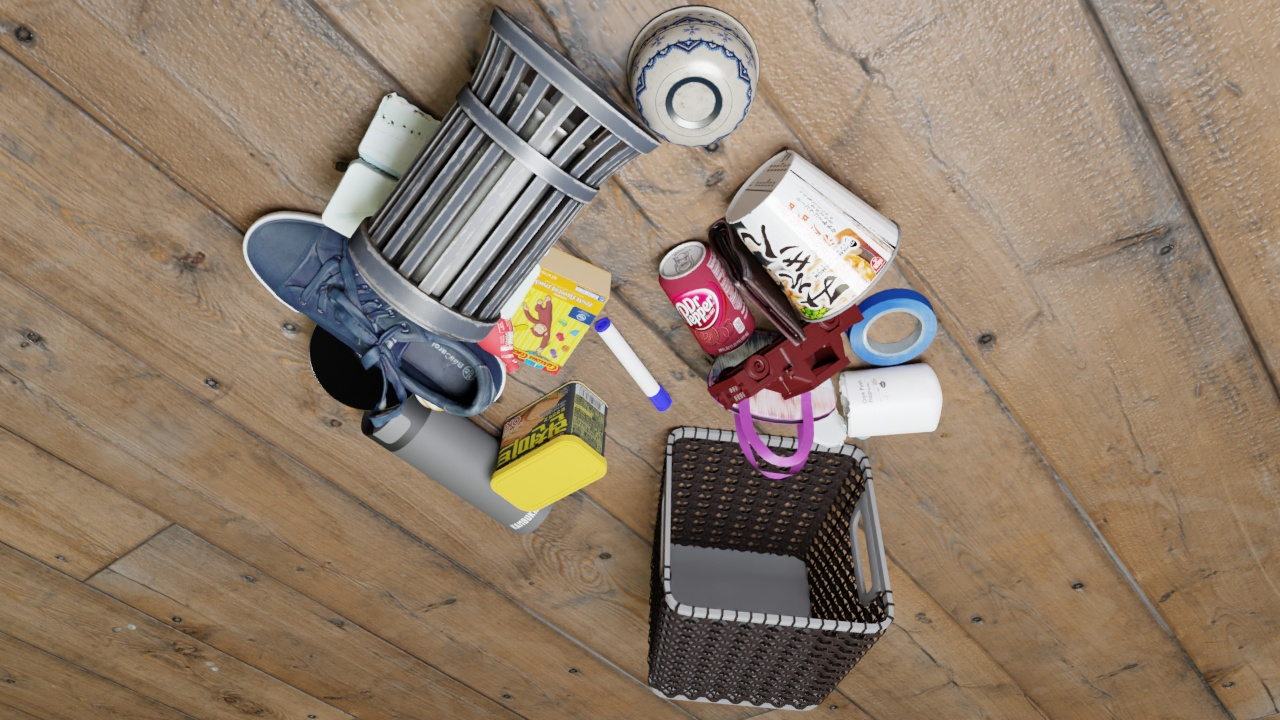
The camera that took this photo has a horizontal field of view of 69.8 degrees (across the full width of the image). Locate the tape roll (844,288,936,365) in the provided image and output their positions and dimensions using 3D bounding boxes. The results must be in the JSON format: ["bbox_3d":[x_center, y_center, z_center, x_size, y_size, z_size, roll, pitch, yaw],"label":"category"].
[{"bbox_3d":[0.268,-0.035,0.980,0.093,0.016,0.091,-27,126,25],"label":"tape roll"}]

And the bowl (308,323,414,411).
[{"bbox_3d":[-0.287,-0.012,0.991,0.124,0.052,0.124,-1,105,-3],"label":"bowl"}]

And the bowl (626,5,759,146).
[{"bbox_3d":[0.045,-0.232,0.778,0.115,0.059,0.116,1,133,1],"label":"bowl"}]

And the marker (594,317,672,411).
[{"bbox_3d":[-0.006,0.006,1.030,0.020,0.020,0.141,-21,128,21],"label":"marker"}]

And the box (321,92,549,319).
[{"bbox_3d":[-0.174,-0.136,0.845,0.197,0.043,0.136,29,91,-25],"label":"box"}]

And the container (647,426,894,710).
[{"bbox_3d":[0.135,0.261,1.112,0.245,0.246,0.244,6,136,-3],"label":"container"}]

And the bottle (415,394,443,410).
[{"bbox_3d":[-0.197,0.011,1.014,0.109,0.063,0.063,-25,128,9],"label":"bottle"}]

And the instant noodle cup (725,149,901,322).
[{"bbox_3d":[0.152,-0.121,0.846,0.121,0.123,0.124,39,124,-18],"label":"instant noodle cup"}]

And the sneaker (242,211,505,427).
[{"bbox_3d":[-0.266,-0.035,0.895,0.294,0.127,0.121,37,99,-10],"label":"sneaker"}]

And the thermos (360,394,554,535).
[{"bbox_3d":[-0.213,0.115,1.098,0.082,0.082,0.240,-32,124,28],"label":"thermos"}]

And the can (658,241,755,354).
[{"bbox_3d":[0.068,-0.062,0.933,0.063,0.063,0.114,-21,129,20],"label":"can"}]

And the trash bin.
[{"bbox_3d":[-0.119,-0.140,0.751,0.164,0.164,0.228,34,105,-26],"label":"trash bin"}]

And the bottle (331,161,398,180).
[{"bbox_3d":[-0.237,-0.175,0.867,0.106,0.025,0.025,9,133,-6],"label":"bottle"}]

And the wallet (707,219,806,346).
[{"bbox_3d":[0.111,-0.075,0.882,0.031,0.119,0.099,-40,121,16],"label":"wallet"}]

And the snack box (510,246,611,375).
[{"bbox_3d":[-0.100,-0.053,0.964,0.088,0.040,0.126,23,130,-18],"label":"snack box"}]

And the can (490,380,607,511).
[{"bbox_3d":[-0.102,0.098,1.063,0.131,0.100,0.072,-30,125,27],"label":"can"}]

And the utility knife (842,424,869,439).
[{"bbox_3d":[0.202,0.061,1.078,0.168,0.015,0.022,23,129,-22],"label":"utility knife"}]

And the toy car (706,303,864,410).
[{"bbox_3d":[0.152,0.001,0.916,0.062,0.169,0.070,58,154,0],"label":"toy car"}]

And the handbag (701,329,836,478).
[{"bbox_3d":[0.137,0.050,0.961,0.144,0.169,0.068,8,133,-5],"label":"handbag"}]

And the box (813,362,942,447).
[{"bbox_3d":[0.248,0.052,1.021,0.161,0.081,0.092,-5,153,6],"label":"box"}]

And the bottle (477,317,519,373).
[{"bbox_3d":[-0.160,-0.052,0.923,0.042,0.041,0.141,-27,92,25],"label":"bottle"}]
